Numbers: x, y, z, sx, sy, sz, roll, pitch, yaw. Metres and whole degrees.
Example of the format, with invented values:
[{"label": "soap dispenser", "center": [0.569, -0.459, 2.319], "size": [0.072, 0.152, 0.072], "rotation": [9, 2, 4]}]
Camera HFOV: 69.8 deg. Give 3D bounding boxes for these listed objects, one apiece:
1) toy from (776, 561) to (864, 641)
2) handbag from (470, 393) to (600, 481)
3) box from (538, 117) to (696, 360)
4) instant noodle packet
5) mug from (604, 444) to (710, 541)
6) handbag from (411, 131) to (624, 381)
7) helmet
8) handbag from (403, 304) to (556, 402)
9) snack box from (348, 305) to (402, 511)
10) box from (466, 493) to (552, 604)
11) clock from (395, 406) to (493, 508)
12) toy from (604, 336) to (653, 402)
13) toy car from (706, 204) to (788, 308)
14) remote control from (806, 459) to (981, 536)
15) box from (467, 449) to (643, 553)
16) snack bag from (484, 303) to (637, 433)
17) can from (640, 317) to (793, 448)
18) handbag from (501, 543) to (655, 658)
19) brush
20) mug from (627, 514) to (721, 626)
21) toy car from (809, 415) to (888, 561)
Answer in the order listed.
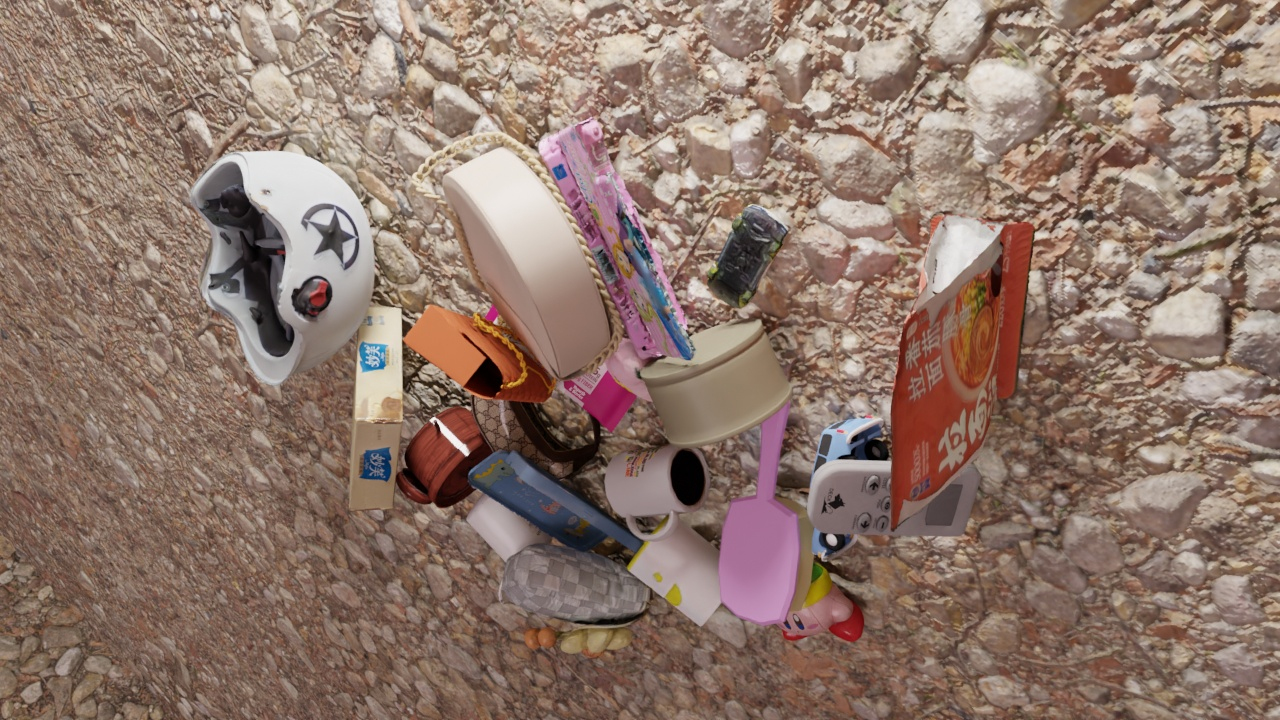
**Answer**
[{"label": "toy", "center": [0.164, 0.235, 0.978], "size": [0.124, 0.096, 0.131], "rotation": [-11, 128, 46]}, {"label": "handbag", "center": [-0.120, 0.061, 1.078], "size": [0.139, 0.063, 0.166], "rotation": [-27, 96, 25]}, {"label": "box", "center": [-0.022, -0.105, 0.843], "size": [0.066, 0.158, 0.230], "rotation": [-24, 104, 6]}, {"label": "instant noodle packet", "center": [0.221, 0.004, 0.688], "size": [0.084, 0.220, 0.164], "rotation": [13, 124, 30]}, {"label": "mug", "center": [0.017, 0.145, 0.998], "size": [0.090, 0.105, 0.073], "rotation": [-13, 147, 39]}, {"label": "handbag", "center": [-0.117, -0.093, 0.884], "size": [0.210, 0.103, 0.209], "rotation": [44, 160, 49]}, {"label": "helmet", "center": [-0.400, -0.113, 1.076], "size": [0.237, 0.163, 0.264], "rotation": [5, 106, 47]}, {"label": "handbag", "center": [-0.151, -0.002, 0.938], "size": [0.109, 0.172, 0.060], "rotation": [40, 93, 10]}, {"label": "snack box", "center": [-0.323, 0.056, 1.122], "size": [0.055, 0.207, 0.154], "rotation": [3, 130, -18]}, {"label": "box", "center": [-0.176, 0.238, 1.201], "size": [0.136, 0.083, 0.144], "rotation": [47, 124, 0]}, {"label": "clock", "center": [-0.240, 0.128, 1.153], "size": [0.072, 0.120, 0.158], "rotation": [42, 125, 16]}, {"label": "toy", "center": [-0.006, 0.006, 0.948], "size": [0.093, 0.050, 0.102], "rotation": [34, 177, 34]}, {"label": "toy car", "center": [0.098, -0.096, 0.840], "size": [0.048, 0.032, 0.106], "rotation": [35, 136, 9]}, {"label": "remote control", "center": [0.229, 0.127, 0.837], "size": [0.151, 0.019, 0.074], "rotation": [2, 118, -5]}, {"label": "box", "center": [-0.093, 0.165, 1.065], "size": [0.121, 0.049, 0.209], "rotation": [-8, 142, 42]}, {"label": "snack bag", "center": [-0.090, -0.006, 1.019], "size": [0.196, 0.016, 0.070], "rotation": [38, 104, 10]}, {"label": "can", "center": [0.070, 0.020, 0.865], "size": [0.128, 0.127, 0.073], "rotation": [-15, 106, 40]}, {"label": "handbag", "center": [-0.086, 0.291, 1.104], "size": [0.171, 0.123, 0.113], "rotation": [20, 156, -16]}, {"label": "brush", "center": [0.132, 0.148, 0.925], "size": [0.089, 0.043, 0.228], "rotation": [8, 94, 39]}, {"label": "mug", "center": [0.051, 0.236, 1.041], "size": [0.106, 0.082, 0.083], "rotation": [37, 131, 9]}, {"label": "toy car", "center": [0.195, 0.122, 0.886], "size": [0.055, 0.056, 0.154], "rotation": [31, 127, 40]}]
